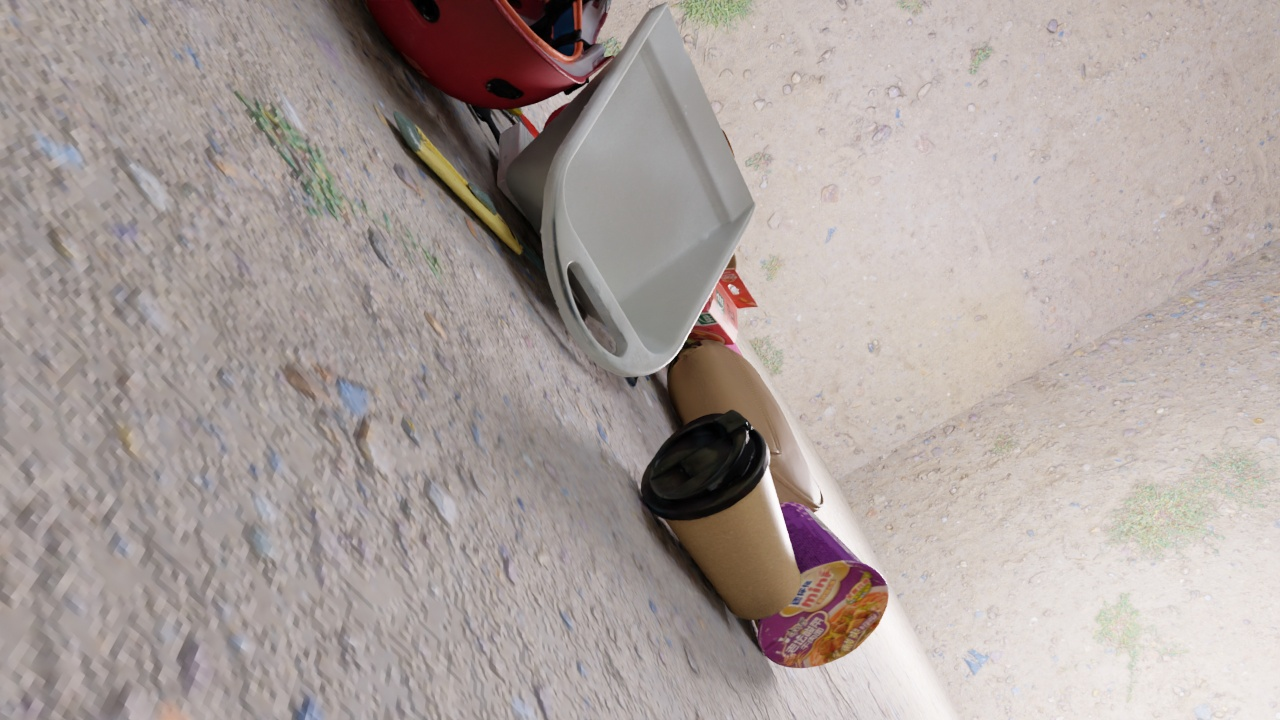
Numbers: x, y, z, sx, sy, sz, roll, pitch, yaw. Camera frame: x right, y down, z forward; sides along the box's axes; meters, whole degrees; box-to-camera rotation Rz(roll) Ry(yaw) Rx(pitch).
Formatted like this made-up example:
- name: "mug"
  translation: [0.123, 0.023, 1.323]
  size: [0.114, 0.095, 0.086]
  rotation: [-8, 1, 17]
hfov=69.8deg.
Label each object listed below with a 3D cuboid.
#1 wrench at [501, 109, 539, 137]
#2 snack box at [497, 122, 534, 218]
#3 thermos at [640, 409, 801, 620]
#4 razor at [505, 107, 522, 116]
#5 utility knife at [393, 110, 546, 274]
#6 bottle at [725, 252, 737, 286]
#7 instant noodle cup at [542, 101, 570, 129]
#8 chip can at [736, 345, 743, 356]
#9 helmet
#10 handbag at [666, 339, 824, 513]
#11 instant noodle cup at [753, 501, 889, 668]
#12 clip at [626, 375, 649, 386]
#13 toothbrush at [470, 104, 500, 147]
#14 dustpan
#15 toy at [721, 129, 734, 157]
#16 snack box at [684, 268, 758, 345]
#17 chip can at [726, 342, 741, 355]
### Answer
- name: "wrench"
  translation: [-0.119, -0.253, 1.055]
  size: [0.273, 0.016, 0.056]
  rotation: [46, 17, -54]
- name: "snack box"
  translation: [-0.070, -0.132, 0.823]
  size: [0.157, 0.027, 0.084]
  rotation: [48, 23, -38]
- name: "thermos"
  translation: [0.063, 0.113, 0.651]
  size: [0.093, 0.093, 0.143]
  rotation: [-103, 167, -62]
- name: "razor"
  translation: [-0.163, -0.299, 0.919]
  size: [0.132, 0.028, 0.043]
  rotation: [55, -21, -11]
- name: "utility knife"
  translation: [-0.111, -0.105, 0.639]
  size: [0.031, 0.020, 0.196]
  rotation: [67, 6, 31]
- name: "bottle"
  translation: [0.034, -0.103, 1.053]
  size: [0.065, 0.065, 0.219]
  rotation: [57, -18, -14]
- name: "instant noodle cup"
  translation: [-0.023, -0.162, 0.897]
  size: [0.194, 0.194, 0.065]
  rotation: [52, 56, -39]
- name: "chip can"
  translation: [0.121, 0.014, 1.312]
  size: [0.216, 0.073, 0.073]
  rotation: [58, 9, -7]
- name: "helmet"
  translation: [-0.129, -0.274, 0.681]
  size: [0.207, 0.144, 0.239]
  rotation: [42, 34, -37]
- name: "handbag"
  translation: [0.097, 0.076, 0.926]
  size: [0.147, 0.100, 0.204]
  rotation: [39, 20, -44]
- name: "instant noodle cup"
  translation: [0.128, 0.178, 0.751]
  size: [0.111, 0.111, 0.099]
  rotation: [53, 1, -34]
- name: "clip"
  translation: [-0.005, 0.006, 0.835]
  size: [0.026, 0.039, 0.058]
  rotation: [56, 11, -11]
- name: "toothbrush"
  translation: [-0.108, -0.164, 0.838]
  size: [0.189, 0.014, 0.016]
  rotation: [59, -16, -5]
- name: "dustpan"
  translation: [0.011, -0.119, 0.741]
  size: [0.143, 0.257, 0.223]
  rotation: [31, -22, 51]
- name: "toy"
  translation: [0.003, -0.202, 1.001]
  size: [0.200, 0.130, 0.140]
  rotation: [18, -54, 44]
- name: "snack box"
  translation: [0.047, -0.051, 0.938]
  size: [0.113, 0.127, 0.044]
  rotation: [39, 52, -64]
- name: "chip can"
  translation: [0.090, -0.005, 1.142]
  size: [0.071, 0.071, 0.210]
  rotation: [65, 5, 31]
